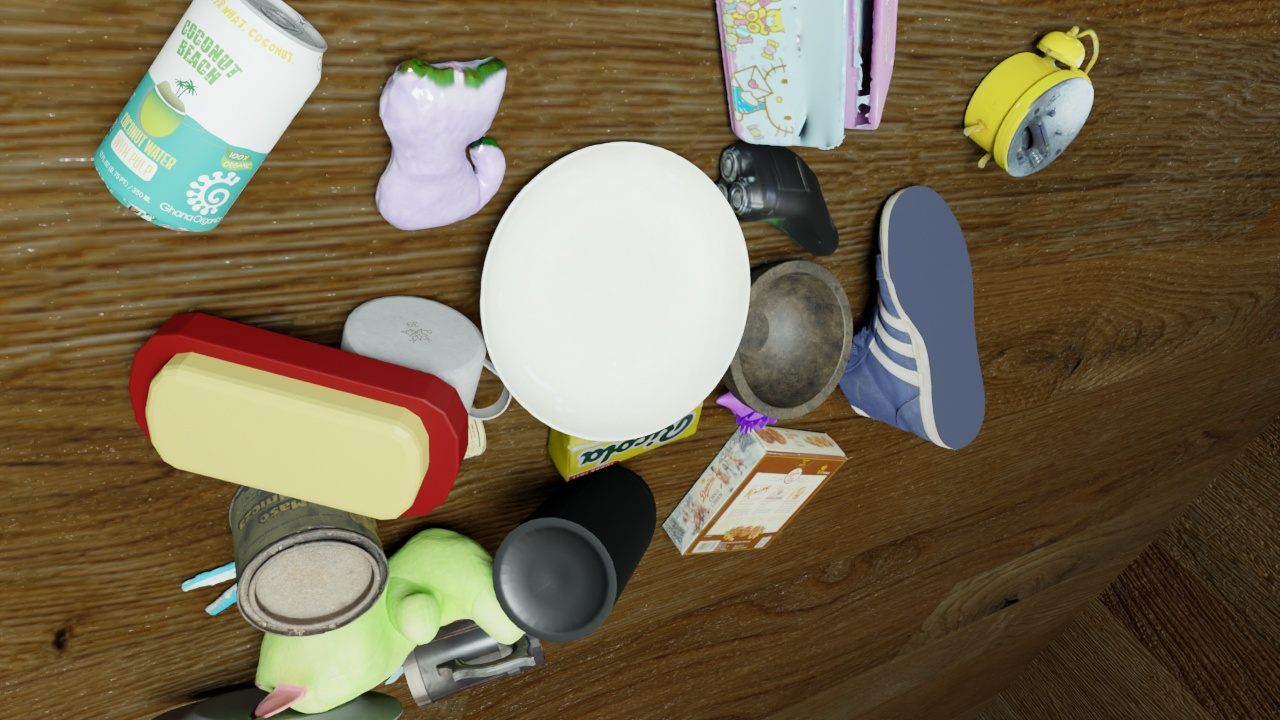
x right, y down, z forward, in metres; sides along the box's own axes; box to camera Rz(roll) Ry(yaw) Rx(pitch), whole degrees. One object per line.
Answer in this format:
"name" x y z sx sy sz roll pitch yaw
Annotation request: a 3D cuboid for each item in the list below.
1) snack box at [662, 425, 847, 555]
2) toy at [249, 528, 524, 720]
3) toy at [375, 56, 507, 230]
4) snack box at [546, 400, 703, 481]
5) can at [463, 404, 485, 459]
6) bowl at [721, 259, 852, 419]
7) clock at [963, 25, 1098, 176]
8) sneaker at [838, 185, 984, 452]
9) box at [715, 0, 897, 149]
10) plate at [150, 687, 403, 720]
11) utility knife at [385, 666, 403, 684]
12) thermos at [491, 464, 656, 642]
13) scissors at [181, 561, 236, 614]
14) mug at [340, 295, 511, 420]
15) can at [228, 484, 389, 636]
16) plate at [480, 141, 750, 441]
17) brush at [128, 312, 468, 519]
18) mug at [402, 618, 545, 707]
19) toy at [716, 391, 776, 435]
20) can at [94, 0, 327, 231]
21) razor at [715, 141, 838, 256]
"snack box" 0.116 0.131 0.924 0.143 0.041 0.147 9 125 -45
"toy" -0.191 0.187 0.671 0.196 0.107 0.150 -11 -179 -18
"toy" -0.099 -0.112 0.471 0.080 0.036 0.100 -20 148 -38
"snack box" -0.004 0.004 0.672 0.121 0.045 0.181 -18 141 -24
"can" -0.148 0.055 0.616 0.079 0.038 0.038 -15 139 -28
"bowl" 0.101 -0.019 0.712 0.121 0.056 0.121 -7 103 -31
"clock" 0.302 -0.196 0.693 0.119 0.057 0.083 -44 144 10
"sneaker" 0.219 -0.040 0.805 0.091 0.118 0.233 -30 112 -23
"box" 0.094 -0.224 0.511 0.214 0.091 0.090 73 31 -53
"plate" -0.267 0.257 0.676 0.178 0.012 0.178 0 173 0
"utility knife" -0.175 0.237 0.819 0.167 0.015 0.022 -45 144 10
"thermos" -0.039 0.134 0.703 0.086 0.086 0.198 -46 177 12
"scissors" -0.249 0.143 0.655 0.140 0.013 0.118 -40 146 0
"mug" -0.125 0.011 0.545 0.113 0.084 0.071 -5 132 -35
"can" -0.212 0.119 0.586 0.089 0.074 0.090 -14 128 -18
"plate" -0.016 -0.042 0.570 0.182 0.034 0.182 -6 104 -27
"brush" -0.179 0.035 0.480 0.173 0.041 0.082 15 122 -4
"mug" -0.138 0.237 0.754 0.107 0.116 0.080 -16 101 -9
"toy" 0.112 0.022 0.781 0.088 0.056 0.106 -42 137 13
"can" -0.181 -0.106 0.388 0.102 0.055 0.055 -47 144 15
"razor" 0.099 -0.105 0.643 0.067 0.054 0.151 -20 159 23
